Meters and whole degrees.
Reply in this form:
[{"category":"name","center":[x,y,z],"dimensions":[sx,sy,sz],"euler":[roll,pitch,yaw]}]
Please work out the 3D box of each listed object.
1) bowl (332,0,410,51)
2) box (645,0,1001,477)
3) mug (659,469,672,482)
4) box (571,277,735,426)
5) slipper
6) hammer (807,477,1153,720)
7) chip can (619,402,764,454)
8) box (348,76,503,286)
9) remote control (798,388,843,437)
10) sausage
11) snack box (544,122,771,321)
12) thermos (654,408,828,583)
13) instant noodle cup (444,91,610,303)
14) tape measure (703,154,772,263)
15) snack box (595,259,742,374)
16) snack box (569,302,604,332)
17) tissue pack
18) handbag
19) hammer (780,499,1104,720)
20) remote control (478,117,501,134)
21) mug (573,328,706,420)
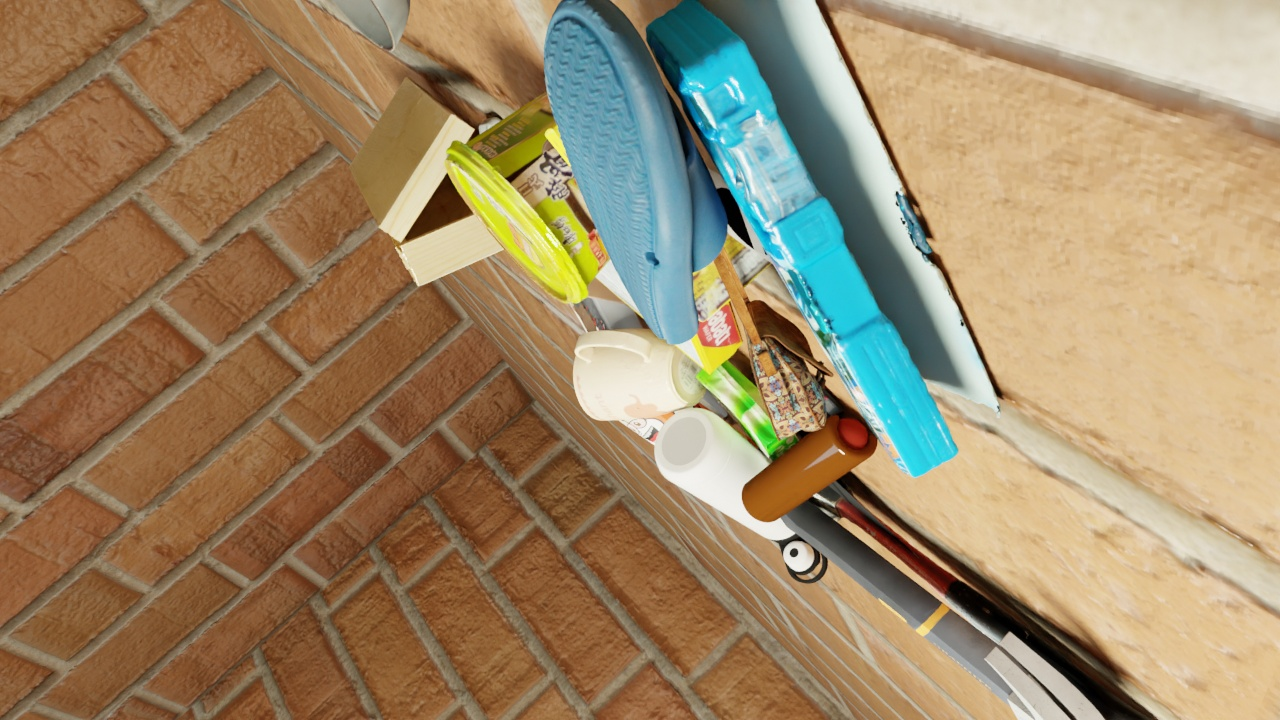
[{"category":"bowl","center":[-0.226,-0.324,0.722],"dimensions":[0.150,0.056,0.151],"euler":[46,170,10]},{"category":"box","center":[0.093,-0.059,0.432],"dimensions":[0.243,0.066,0.090],"euler":[53,-169,-31]},{"category":"mug","center":[0.048,0.077,1.117],"dimensions":[0.097,0.081,0.121],"euler":[73,-179,-53]},{"category":"box","center":[0.019,-0.005,0.946],"dimensions":[0.157,0.063,0.216],"euler":[33,164,30]},{"category":"slipper","center":[0.008,-0.076,0.431],"dimensions":[0.103,0.059,0.214],"euler":[60,174,27]},{"category":"hammer","center":[0.242,0.175,0.714],"dimensions":[0.326,0.036,0.140],"euler":[39,169,40]},{"category":"chip can","center":[0.038,0.065,0.938],"dimensions":[0.210,0.062,0.062],"euler":[35,174,-14]},{"category":"box","center":[-0.216,-0.183,0.924],"dimensions":[0.148,0.140,0.248],"euler":[58,174,-32]},{"category":"remote control","center":[0.135,0.042,0.724],"dimensions":[0.039,0.010,0.125],"euler":[46,171,12]},{"category":"sausage","center":[0.126,0.085,0.706],"dimensions":[0.040,0.040,0.156],"euler":[47,145,7]},{"category":"snack box","center":[0.013,-0.098,0.556],"dimensions":[0.149,0.061,0.025],"euler":[50,173,-15]},{"category":"thermos","center":[0.101,0.129,0.844],"dimensions":[0.230,0.069,0.101],"euler":[38,-147,-46]},{"category":"instant noodle cup","center":[-0.063,-0.124,0.675],"dimensions":[0.146,0.097,0.146],"euler":[46,171,9]},{"category":"tape measure","center":[0.064,-0.085,0.515],"dimensions":[0.064,0.016,0.065],"euler":[40,168,40]},{"category":"snack box","center":[-0.003,-0.077,0.765],"dimensions":[0.200,0.042,0.092],"euler":[42,169,32]},{"category":"snack box","center":[-0.025,-0.013,1.107],"dimensions":[0.076,0.044,0.273],"euler":[43,169,29]},{"category":"tissue pack","center":[0.099,0.050,0.793],"dimensions":[0.099,0.034,0.114],"euler":[49,180,26]},{"category":"handbag","center":[0.057,-0.051,0.515],"dimensions":[0.196,0.043,0.093],"euler":[63,-170,-14]},{"category":"hammer","center":[0.215,0.193,0.708],"dimensions":[0.312,0.035,0.139],"euler":[36,166,52]},{"category":"remote control","center":[-0.110,-0.177,0.895],"dimensions":[0.133,0.022,0.050],"euler":[52,169,-22]},{"category":"mug","center":[-0.005,0.005,0.816],"dimensions":[0.104,0.085,0.111],"euler":[-3,152,39]}]
